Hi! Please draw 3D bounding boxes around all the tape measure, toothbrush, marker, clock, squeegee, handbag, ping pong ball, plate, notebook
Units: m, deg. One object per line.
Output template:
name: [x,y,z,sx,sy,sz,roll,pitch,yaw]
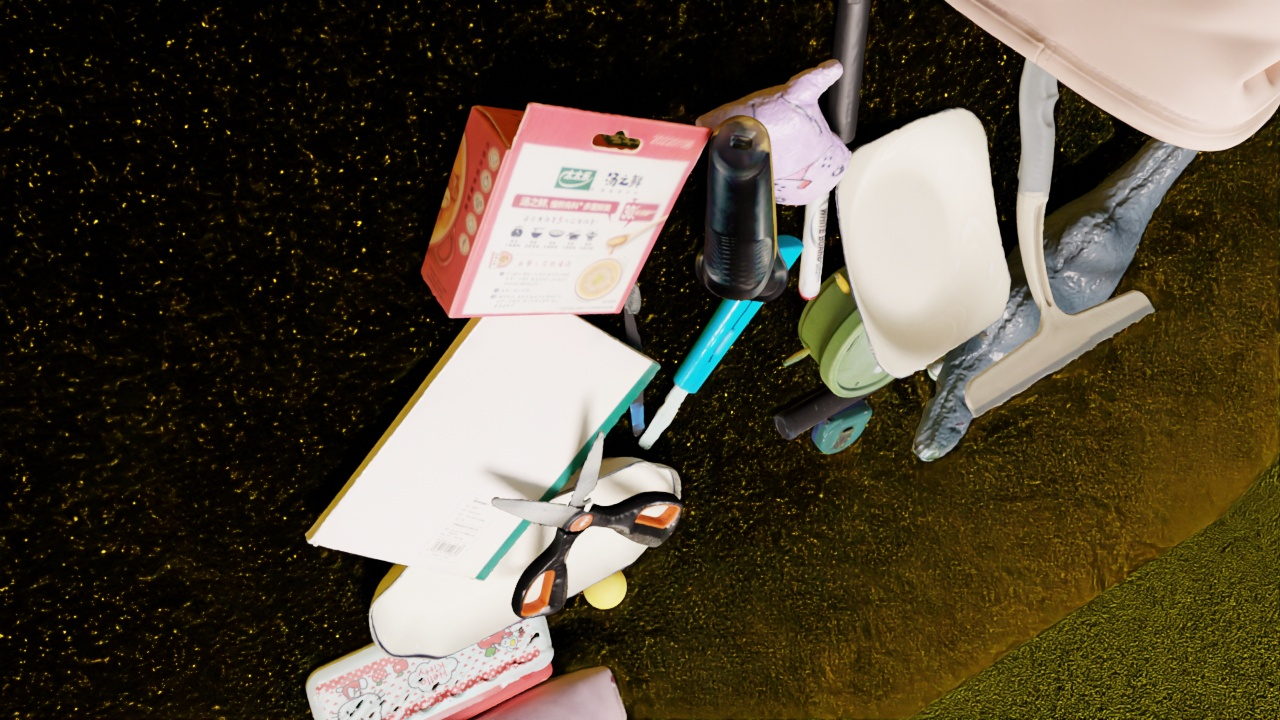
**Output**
tape measure: [0.194,0.067,0.891,0.058,0.025,0.055,-16,141,-26]
toothbrush: [0.217,0.014,0.849,0.212,0.026,0.027,-27,180,-17]
marker: [0.122,-0.094,0.639,0.017,0.017,0.145,-27,145,-14]
toothbrush: [0.297,0.008,0.881,0.224,0.026,0.027,6,118,-56]
clock: [0.197,-0.032,0.745,0.161,0.056,0.116,-7,137,-36]
squeegee: [0.293,-0.116,0.671,0.245,0.039,0.247,-23,111,-31]
handbag: [-0.126,0.362,0.853,0.196,0.098,0.145,-4,154,-49]
ping pong ball: [-0.033,0.208,0.846,0.040,0.040,0.040,-23,144,-18]
handbag: [0.295,-0.213,0.511,0.233,0.193,0.094,-20,146,-39]
toothbrush: [-0.004,0.004,0.648,0.014,0.016,0.190,-20,144,-13]
marker: [0.121,-0.181,0.528,0.020,0.022,0.132,3,143,8]
plate: [0.193,-0.084,0.646,0.163,0.034,0.164,-26,109,-30]
notebook: [-0.096,0.057,0.599,0.209,0.012,0.150,-51,137,10]
plate: [-0.089,0.150,0.731,0.265,0.034,0.162,-23,143,-19]

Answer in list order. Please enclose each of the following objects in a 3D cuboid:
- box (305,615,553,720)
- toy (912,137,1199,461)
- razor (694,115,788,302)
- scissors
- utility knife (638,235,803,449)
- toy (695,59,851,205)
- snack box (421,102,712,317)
box: [-0.180,0.268,0.793,0.201,0.099,0.113,-20,177,-25]
toy: [0.350,-0.057,0.796,0.356,0.091,0.137,-51,169,5]
razor: [0.059,-0.086,0.535,0.167,0.062,0.067,72,36,-69]
scissors: [-0.043,0.129,0.685,0.220,0.021,0.231,1,132,-47]
utility knife: [0.051,-0.007,0.681,0.034,0.018,0.210,2,131,-43]
toy: [0.089,-0.129,0.542,0.084,0.038,0.108,-19,149,18]
snack box: [-0.041,-0.084,0.482,0.113,0.044,0.127,-3,135,-38]
